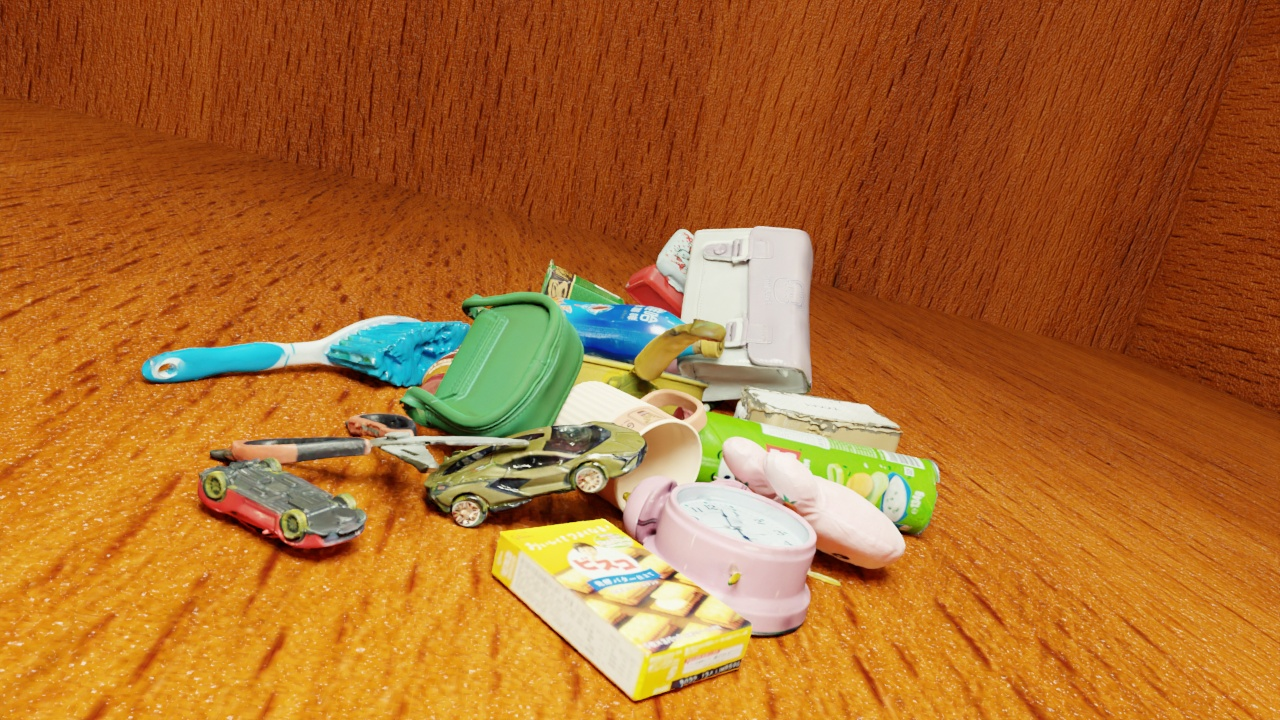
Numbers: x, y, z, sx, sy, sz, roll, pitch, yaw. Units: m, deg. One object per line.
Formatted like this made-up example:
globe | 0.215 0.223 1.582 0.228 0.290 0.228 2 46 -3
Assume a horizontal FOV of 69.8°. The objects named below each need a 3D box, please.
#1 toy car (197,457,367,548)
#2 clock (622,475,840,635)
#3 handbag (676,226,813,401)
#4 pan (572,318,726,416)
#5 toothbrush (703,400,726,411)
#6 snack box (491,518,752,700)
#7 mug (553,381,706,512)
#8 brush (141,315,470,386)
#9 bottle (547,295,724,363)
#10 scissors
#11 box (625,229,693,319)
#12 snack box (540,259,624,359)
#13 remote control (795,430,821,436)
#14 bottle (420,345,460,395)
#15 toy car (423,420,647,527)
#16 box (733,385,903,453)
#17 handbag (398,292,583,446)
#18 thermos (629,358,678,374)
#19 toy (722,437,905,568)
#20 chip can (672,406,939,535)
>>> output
toy car | -0.214 0.088 0.549 0.106 0.031 0.049 18 14 21
clock | 0.052 0.122 0.628 0.117 0.060 0.158 7 13 -32
handbag | 0.124 -0.058 1.052 0.145 0.196 0.098 -1 -33 14
pan | -0.005 0.005 0.839 0.197 0.078 0.358 12 -2 -17
toothbrush | 0.076 0.056 1.046 0.017 0.012 0.185 19 13 17
snack box | -0.014 0.140 0.541 0.086 0.034 0.140 2 15 -44
mug | -0.005 0.060 0.738 0.114 0.082 0.106 -35 35 -23
brush | -0.284 -0.004 0.844 0.109 0.060 0.313 13 14 22
bottle | -0.016 -0.030 0.996 0.219 0.065 0.065 6 9 22
scissors | -0.182 0.057 0.648 0.223 0.015 0.189 -1 5 6
box | 0.090 -0.071 1.193 0.201 0.101 0.095 43 -23 -14
snack box | -0.077 -0.052 1.122 0.105 0.117 0.118 16 11 -8
remote control | 0.102 0.085 0.849 0.135 0.056 0.019 12 13 -11
bottle | -0.162 0.017 0.855 0.057 0.057 0.174 14 12 1
toy car | -0.073 0.073 0.643 0.158 0.042 0.070 -14 17 2
box | 0.194 0.077 0.982 0.184 0.062 0.090 12 13 -19
handbag | -0.117 0.007 0.733 0.120 0.131 0.068 12 -27 24
thermos | 0.061 -0.004 1.157 0.199 0.067 0.087 17 -11 35
toy | 0.128 0.108 0.695 0.159 0.054 0.121 37 -11 -29
chip can | 0.140 0.096 0.805 0.236 0.072 0.072 13 13 -8
